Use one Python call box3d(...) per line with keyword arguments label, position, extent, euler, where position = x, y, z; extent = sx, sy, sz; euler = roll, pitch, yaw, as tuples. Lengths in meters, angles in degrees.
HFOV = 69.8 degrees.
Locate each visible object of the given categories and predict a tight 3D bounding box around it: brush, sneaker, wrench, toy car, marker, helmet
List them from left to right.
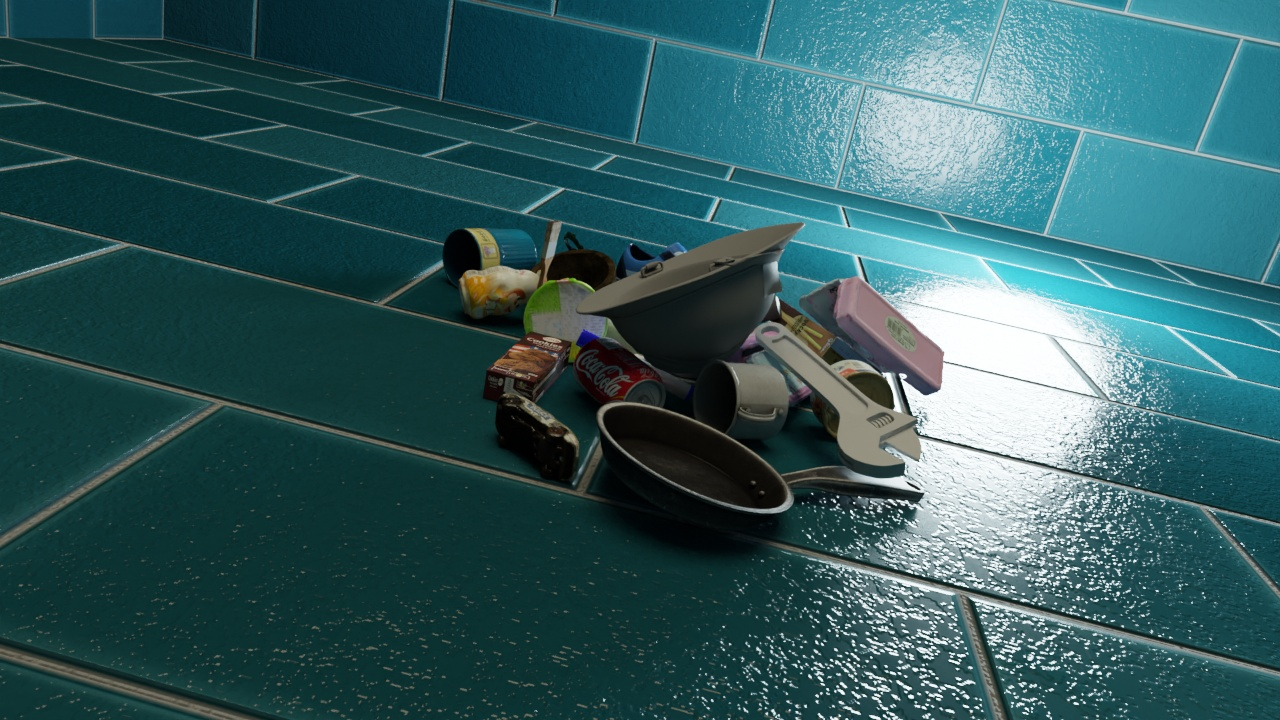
box3d(label="toy car", position=(-0.091, 0.068, 0.834), extent=(0.040, 0.048, 0.113), euler=(-14, 34, -43))
box3d(label="brush", position=(-0.121, -0.102, 1.129), extent=(0.008, 0.143, 0.045), euler=(15, 12, 5))
box3d(label="marker", position=(-0.006, 0.006, 1.035), extent=(0.141, 0.020, 0.020), euler=(28, 20, -3))
box3d(label="sneaker", position=(0.060, -0.111, 1.318), extent=(0.241, 0.098, 0.083), euler=(26, 21, 33))
box3d(label="helmet", position=(0.071, -0.054, 0.982), extent=(0.270, 0.118, 0.183), euler=(-24, 14, -22))
box3d(label="wrench", position=(0.191, 0.033, 0.963), extent=(0.086, 0.018, 0.273), euler=(-22, 39, -17))

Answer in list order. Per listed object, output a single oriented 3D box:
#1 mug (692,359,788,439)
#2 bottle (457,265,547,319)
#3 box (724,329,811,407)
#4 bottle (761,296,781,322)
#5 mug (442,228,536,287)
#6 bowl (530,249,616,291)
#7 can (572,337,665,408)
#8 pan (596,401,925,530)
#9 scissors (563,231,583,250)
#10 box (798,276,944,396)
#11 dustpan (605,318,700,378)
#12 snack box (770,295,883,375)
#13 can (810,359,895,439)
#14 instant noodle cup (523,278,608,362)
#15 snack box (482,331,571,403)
box3d(label="mug", position=(0.111, 0.046, 0.948), extent=(0.070, 0.084, 0.113), euler=(3, 13, -29))
box3d(label="bottle", position=(-0.172, -0.089, 1.157), extent=(0.108, 0.063, 0.063), euler=(-11, 26, -15))
box3d(label="box", position=(0.148, -0.003, 1.108), extent=(0.150, 0.049, 0.213), euler=(30, 17, 16))
box3d(label="bottle", position=(0.131, -0.058, 1.231), extent=(0.113, 0.030, 0.030), euler=(-13, 14, 17))
box3d(label="mug", position=(-0.201, -0.131, 1.276), extent=(0.107, 0.083, 0.113), euler=(-9, 57, -50))
box3d(label="bowl", position=(-0.089, -0.092, 1.231), extent=(0.121, 0.056, 0.121), euler=(-7, 39, 5))
box3d(label="can", position=(-0.023, 0.022, 0.971), extent=(0.064, 0.064, 0.105), euler=(-2, 25, -33))
box3d(label="pan", position=(0.119, 0.107, 0.848), extent=(0.356, 0.055, 0.187), euler=(16, 16, -26))
box3d(label="scissors", position=(-0.070, -0.125, 1.362), extent=(0.146, 0.015, 0.210), euler=(48, -5, -4))
box3d(label="box", position=(0.297, -0.025, 1.194), extent=(0.201, 0.086, 0.103), euler=(33, -32, -29))
box3d(label="dustpan", position=(0.017, -0.017, 1.153), extent=(0.163, 0.033, 0.257), euler=(21, 14, 21))
box3d(label="snack box", position=(0.234, -0.030, 1.236), extent=(0.101, 0.032, 0.186), euler=(33, 7, -32))
box3d(label="can", position=(0.236, 0.045, 1.023), extent=(0.086, 0.086, 0.043), euler=(7, 19, -14))
box3d(label="instant noodle cup", position=(-0.086, -0.056, 1.114), extent=(0.099, 0.099, 0.108), euler=(11, 12, -2))
box3d(label="snack box", position=(-0.121, 0.008, 0.999), extent=(0.051, 0.032, 0.140), euler=(15, 20, 7))
